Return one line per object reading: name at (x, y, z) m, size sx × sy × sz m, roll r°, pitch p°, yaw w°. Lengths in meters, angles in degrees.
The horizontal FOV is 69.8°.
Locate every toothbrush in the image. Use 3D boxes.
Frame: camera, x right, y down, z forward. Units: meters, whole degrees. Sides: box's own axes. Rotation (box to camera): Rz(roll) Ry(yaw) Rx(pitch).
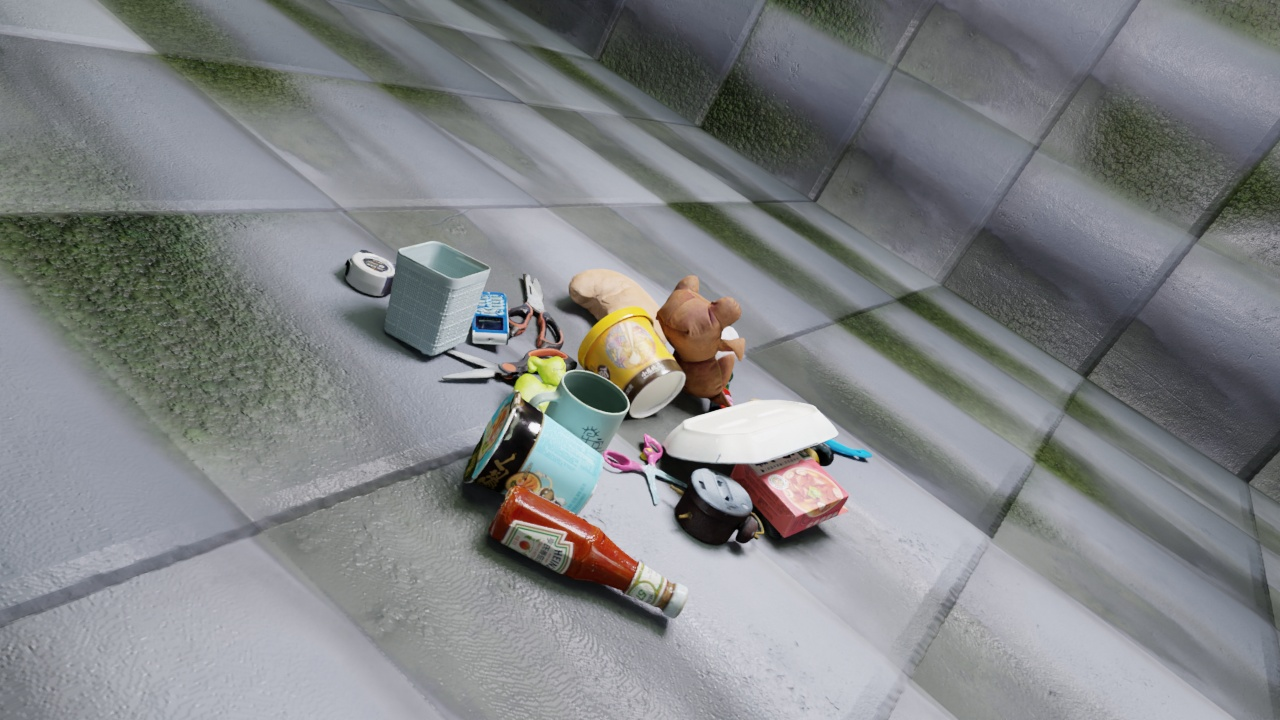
toothbrush at (0.144, 0.162, 1.210) m, size 0.016 × 0.014 × 0.188 m, roll 1°, pitch 40°, yaw -23°

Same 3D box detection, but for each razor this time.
razor at (0.231, 0.159, 1.283) m, size 0.068 × 0.062 × 0.167 m, roll 6°, pitch 25°, yaw 16°

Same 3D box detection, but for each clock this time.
clock at (0.097, 0.178, 1.096) m, size 0.122 × 0.055 × 0.082 m, roll 20°, pitch 25°, yaw -21°

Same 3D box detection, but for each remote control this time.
remote control at (-0.206, -0.058, 1.258) m, size 0.049 × 0.024 × 0.124 m, roll 2°, pitch 30°, yaw -11°

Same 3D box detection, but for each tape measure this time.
tape measure at (-0.354, -0.114, 1.208) m, size 0.066 × 0.034 × 0.065 m, roll 26°, pitch 22°, yaw -2°

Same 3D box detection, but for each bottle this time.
bottle at (-0.049, 0.194, 0.907) m, size 0.206 × 0.060 × 0.059 m, roll 29°, pitch 24°, yaw -2°

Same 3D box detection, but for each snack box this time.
snack box at (0.200, 0.160, 1.187) m, size 0.126 × 0.044 × 0.113 m, roll -12°, pitch 45°, yaw -37°

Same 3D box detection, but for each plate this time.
plate at (0.148, 0.089, 1.217) m, size 0.162 × 0.034 × 0.265 m, roll 8°, pitch 13°, yaw 44°

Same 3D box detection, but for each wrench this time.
wrench at (0.119, 0.055, 1.407) m, size 0.056 × 0.016 × 0.272 m, roll 22°, pitch 25°, yaw -7°

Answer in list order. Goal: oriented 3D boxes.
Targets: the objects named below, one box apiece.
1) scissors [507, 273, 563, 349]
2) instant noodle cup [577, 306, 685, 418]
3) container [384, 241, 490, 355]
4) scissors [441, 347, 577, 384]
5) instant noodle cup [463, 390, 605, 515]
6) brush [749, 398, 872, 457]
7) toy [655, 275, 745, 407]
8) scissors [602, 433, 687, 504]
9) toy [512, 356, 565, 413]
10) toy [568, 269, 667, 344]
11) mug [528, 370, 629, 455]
scissors at (-0.168, -0.079, 1.360) m, size 0.205 × 0.015 × 0.198 m, roll 41°, pitch 28°, yaw 26°
instant noodle cup at (-0.007, 0.007, 1.254) m, size 0.118 × 0.119 × 0.114 m, roll -3°, pitch 47°, yaw -50°
container at (-0.254, -0.075, 1.135) m, size 0.090 × 0.112 × 0.089 m, roll 27°, pitch 24°, yaw 15°
scissors at (-0.153, 0.018, 1.187) m, size 0.221 × 0.022 × 0.227 m, roll 27°, pitch 23°, yaw 8°
instant noodle cup at (-0.106, 0.107, 0.967) m, size 0.120 × 0.111 × 0.111 m, roll 31°, pitch 23°, yaw -14°
brush at (0.263, 0.114, 1.421) m, size 0.254 × 0.046 × 0.083 m, roll 22°, pitch 5°, yaw -30°
toy at (0.089, -0.023, 1.316) m, size 0.130 × 0.200 × 0.140 m, roll -29°, pitch 44°, yaw -24°
scissors at (0.007, 0.132, 1.141) m, size 0.134 × 0.017 × 0.133 m, roll 24°, pitch 28°, yaw -22°
toy at (-0.121, 0.041, 1.117) m, size 0.099 × 0.031 × 0.096 m, roll -28°, pitch 79°, yaw -32°
toy at (-0.014, -0.062, 1.427) m, size 0.143 × 0.083 × 0.226 m, roll -12°, pitch 49°, yaw -49°
mug at (-0.084, 0.074, 1.041) m, size 0.111 × 0.106 × 0.082 m, roll 13°, pitch 30°, yaw -33°
